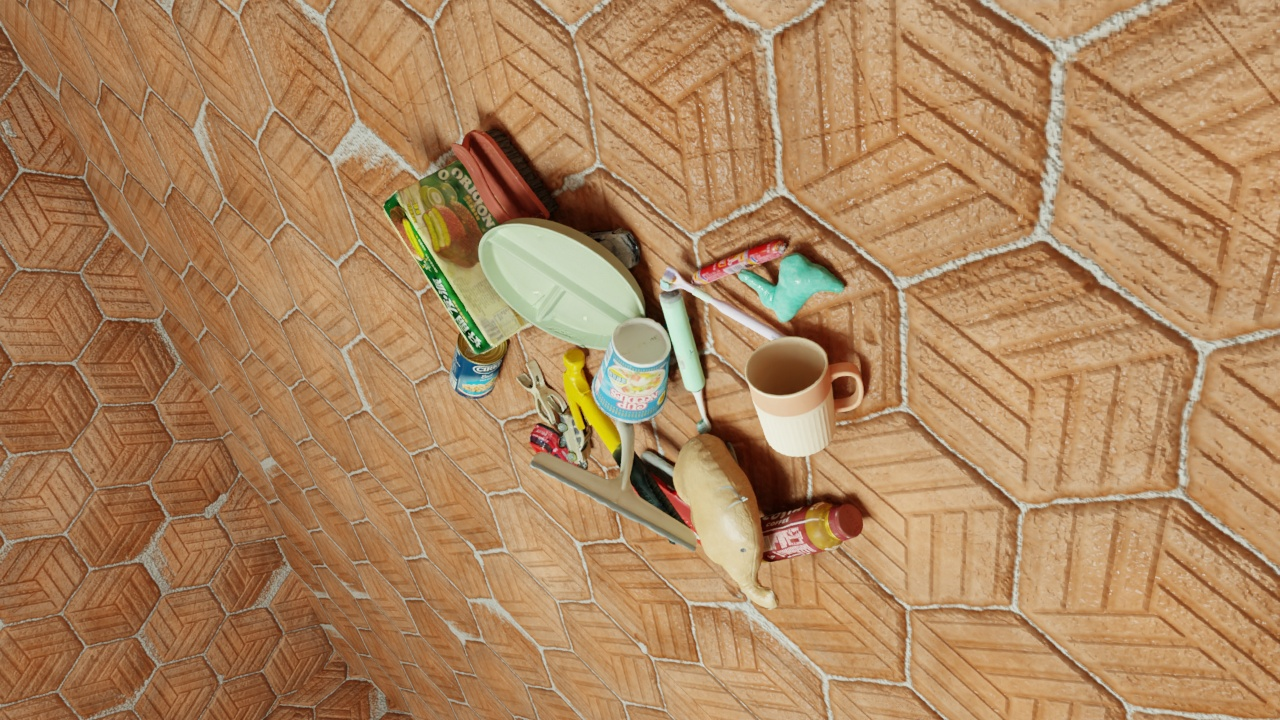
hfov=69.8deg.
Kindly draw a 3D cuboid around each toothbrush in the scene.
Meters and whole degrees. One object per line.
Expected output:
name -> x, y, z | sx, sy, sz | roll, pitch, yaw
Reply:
toothbrush -> 0.059, 0.006, 1.104 | 0.026, 0.027, 0.225 | 35, 152, 45
toothbrush -> 0.105, -0.050, 1.001 | 0.189, 0.021, 0.029 | 30, 120, 15

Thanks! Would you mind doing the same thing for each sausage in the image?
sausage -> 0.100, -0.103, 0.976 | 0.156, 0.020, 0.020 | -16, 108, 53

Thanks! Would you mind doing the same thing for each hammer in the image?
hammer -> -0.026, 0.122, 1.235 | 0.300, 0.032, 0.129 | 53, 157, 32

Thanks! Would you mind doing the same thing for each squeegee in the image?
squeegee -> -0.023, 0.090, 1.155 | 0.246, 0.246, 0.039 | 32, 120, -25

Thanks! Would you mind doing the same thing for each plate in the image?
plate -> -0.094, -0.094, 1.140 | 0.230, 0.027, 0.231 | 20, 150, 12

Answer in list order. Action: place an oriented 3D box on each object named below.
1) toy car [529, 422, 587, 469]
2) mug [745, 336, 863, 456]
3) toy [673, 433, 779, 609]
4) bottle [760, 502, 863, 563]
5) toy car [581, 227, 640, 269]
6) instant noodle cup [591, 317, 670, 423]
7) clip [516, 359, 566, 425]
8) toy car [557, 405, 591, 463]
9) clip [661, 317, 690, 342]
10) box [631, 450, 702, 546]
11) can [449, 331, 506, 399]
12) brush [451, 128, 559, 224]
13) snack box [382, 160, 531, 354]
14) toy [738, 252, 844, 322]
toy car -> -0.128, 0.144, 1.413 | 0.053, 0.045, 0.120 | 19, 156, 43
mug -> 0.175, 0.037, 0.962 | 0.115, 0.081, 0.106 | -11, 136, 11
toy -> 0.107, 0.196, 1.126 | 0.144, 0.082, 0.225 | 93, 155, -59
bottle -> 0.195, 0.207, 1.111 | 0.057, 0.057, 0.175 | 54, 145, -3
toy car -> -0.045, -0.132, 1.106 | 0.106, 0.031, 0.049 | 4, 125, 45
instant noodle cup -> -0.007, 0.007, 1.117 | 0.099, 0.099, 0.110 | 39, 150, 18
clip -> -0.150, 0.052, 1.388 | 0.098, 0.034, 0.064 | 52, 146, 8
toy car -> -0.094, 0.112, 1.366 | 0.035, 0.042, 0.090 | 0, 117, 26
clip -> 0.041, -0.043, 1.103 | 0.041, 0.014, 0.056 | 47, 144, 5
box -> 0.072, 0.202, 1.268 | 0.201, 0.068, 0.091 | 33, 162, 27
can -> -0.253, 0.003, 1.423 | 0.075, 0.075, 0.111 | 44, 145, 11
brush -> -0.172, -0.222, 1.136 | 0.146, 0.069, 0.063 | 54, 144, -3
snack box -> -0.232, -0.138, 1.239 | 0.063, 0.114, 0.240 | -19, 106, 55
toy -> 0.148, -0.075, 0.934 | 0.096, 0.030, 0.092 | 34, 142, 4
